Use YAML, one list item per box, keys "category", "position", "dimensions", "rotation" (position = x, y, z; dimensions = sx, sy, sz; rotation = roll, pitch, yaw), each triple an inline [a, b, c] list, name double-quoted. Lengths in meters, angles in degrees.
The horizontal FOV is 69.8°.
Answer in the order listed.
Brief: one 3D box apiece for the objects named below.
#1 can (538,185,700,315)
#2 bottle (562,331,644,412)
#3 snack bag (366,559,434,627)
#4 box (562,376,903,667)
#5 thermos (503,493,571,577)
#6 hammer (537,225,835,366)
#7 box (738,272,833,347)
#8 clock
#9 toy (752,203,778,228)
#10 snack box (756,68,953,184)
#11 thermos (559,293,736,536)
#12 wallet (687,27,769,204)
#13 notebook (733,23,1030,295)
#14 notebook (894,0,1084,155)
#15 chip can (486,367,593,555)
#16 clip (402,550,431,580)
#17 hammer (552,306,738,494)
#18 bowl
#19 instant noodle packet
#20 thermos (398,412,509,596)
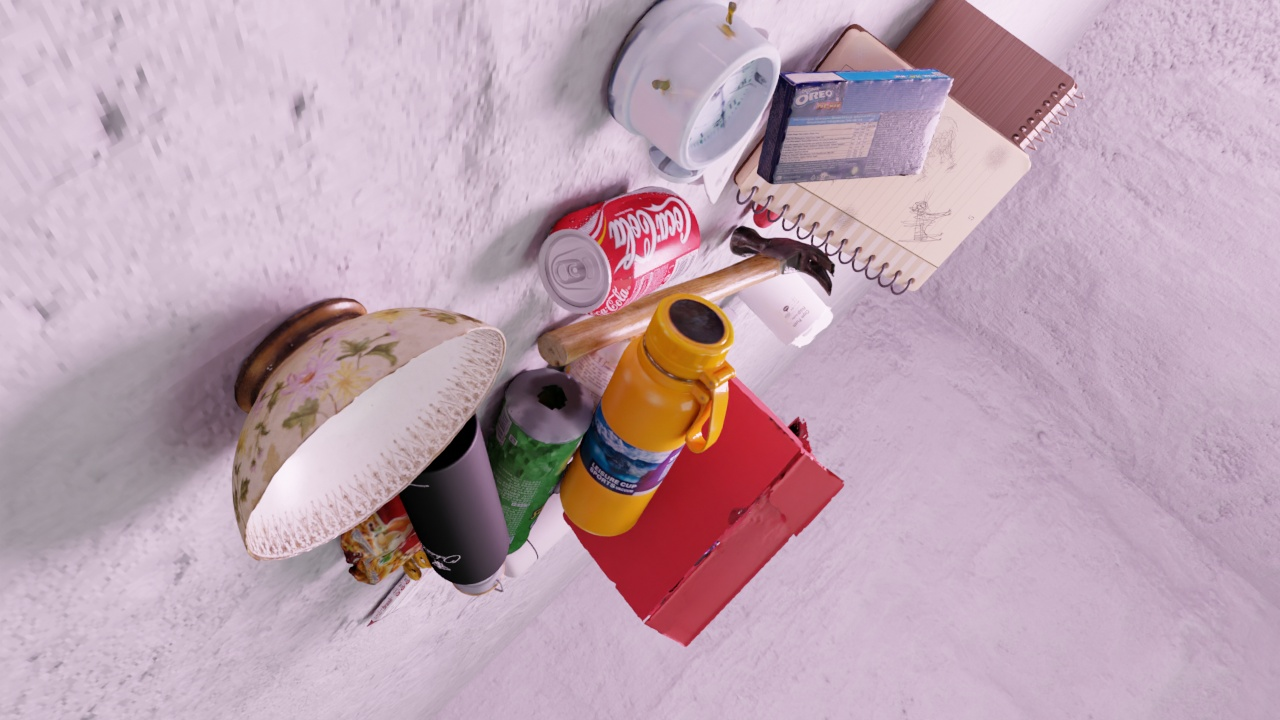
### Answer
- category: "can"
  position: [-0.012, -0.069, 0.572]
  dimensions: [0.104, 0.064, 0.064]
  rotation: [-33, 163, -51]
- category: "bottle"
  position: [-0.034, 0.013, 0.796]
  dimensions: [0.109, 0.063, 0.063]
  rotation: [-56, 167, 21]
- category: "snack bag"
  position: [-0.221, 0.211, 0.937]
  dimensions: [0.158, 0.013, 0.057]
  rotation: [-50, 167, 17]
- category: "box"
  position: [0.178, 0.238, 0.822]
  dimensions: [0.215, 0.511, 0.141]
  rotation: [-49, 170, 10]
- category: "thermos"
  position: [-0.109, 0.208, 1.254]
  dimensions: [0.223, 0.052, 0.052]
  rotation: [-40, 168, -30]
- category: "hammer"
  position: [0.047, -0.056, 0.789]
  dimensions: [0.329, 0.132, 0.033]
  rotation: [-24, 127, -42]
- category: "box"
  position: [0.198, -0.073, 1.217]
  dimensions: [0.083, 0.137, 0.143]
  rotation: [-42, -179, 8]
- category: "clock"
  position: [0.031, -0.140, 0.484]
  dimensions: [0.083, 0.057, 0.117]
  rotation: [-47, 163, 0]
- category: "toy"
  position: [0.155, -0.174, 0.878]
  dimensions: [0.091, 0.045, 0.135]
  rotation: [-39, 178, -43]
- category: "snack box"
  position: [0.165, -0.182, 0.708]
  dimensions: [0.150, 0.027, 0.082]
  rotation: [-9, 129, -25]
- category: "thermos"
  position: [0.009, 0.051, 0.726]
  dimensions: [0.076, 0.091, 0.233]
  rotation: [-66, -178, -47]
- category: "wallet"
  position: [0.052, -0.158, 0.595]
  dimensions: [0.086, 0.032, 0.116]
  rotation: [-56, 168, -7]
- category: "notebook"
  position: [0.209, -0.158, 0.789]
  dimensions: [0.168, 0.225, 0.024]
  rotation: [-51, -149, 26]
- category: "notebook"
  position: [0.280, -0.217, 0.874]
  dimensions: [0.211, 0.169, 0.022]
  rotation: [-51, 153, 22]
- category: "chip can"
  position: [-0.105, 0.092, 0.791]
  dimensions: [0.075, 0.075, 0.224]
  rotation: [-38, 166, -39]
- category: "clip"
  position: [-0.197, 0.161, 0.764]
  dimensions: [0.044, 0.049, 0.054]
  rotation: [-13, 175, 9]
- category: "hammer"
  position: [0.003, 0.051, 1.156]
  dimensions: [0.323, 0.029, 0.127]
  rotation: [-45, 177, 2]
- category: "bowl"
  position: [-0.135, 0.019, 0.420]
  dimensions: [0.145, 0.063, 0.145]
  rotation: [-44, 168, -12]
- category: "instant noodle packet"
  position: [-0.171, 0.112, 0.701]
  dimensions: [0.135, 0.039, 0.099]
  rotation: [-40, 161, -27]
- category: "thermos"
  position: [-0.127, 0.109, 0.640]
  dimensions: [0.061, 0.061, 0.232]
  rotation: [-41, 154, -26]
